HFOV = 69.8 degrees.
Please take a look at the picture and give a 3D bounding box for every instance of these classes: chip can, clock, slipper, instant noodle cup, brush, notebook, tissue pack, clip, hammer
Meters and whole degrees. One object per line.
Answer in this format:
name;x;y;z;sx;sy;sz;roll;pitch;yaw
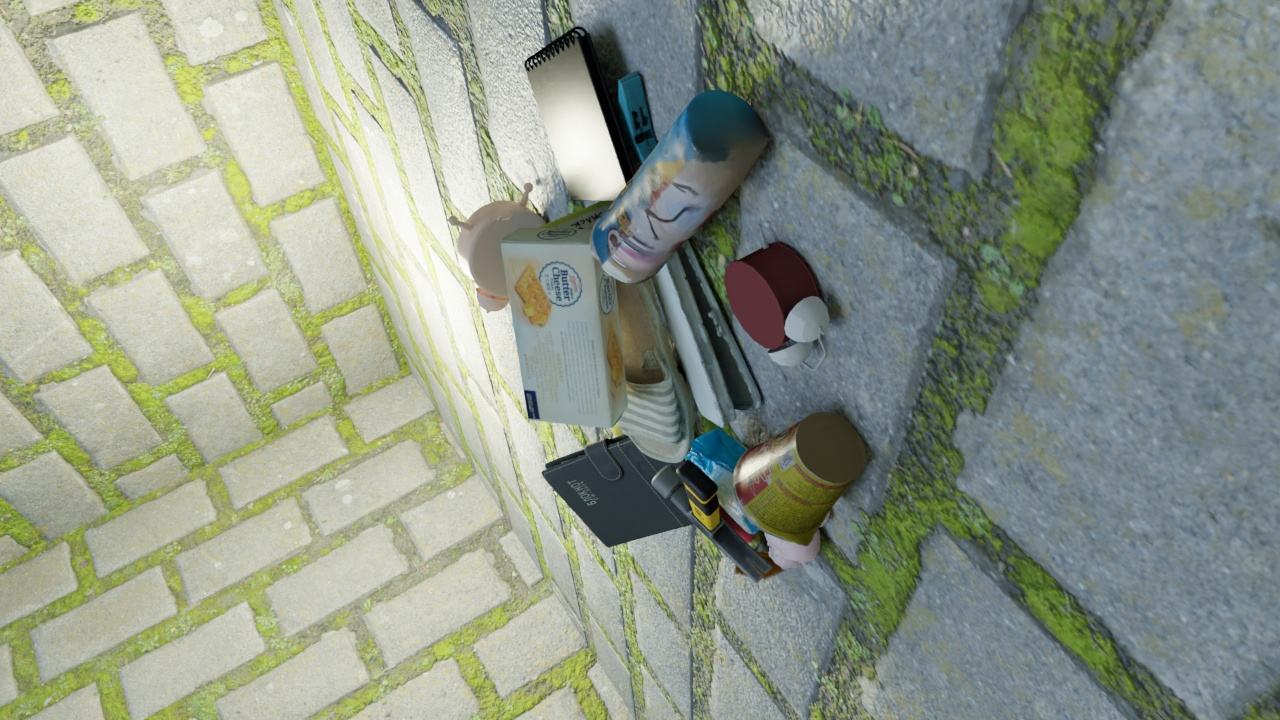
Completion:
chip can;0.025;-0.141;0.801;0.080;0.079;0.230;60;153;5
clock;0.119;-0.047;0.783;0.124;0.044;0.087;56;160;18
clock;-0.184;-0.151;1.290;0.086;0.131;0.161;44;154;42
slipper;-0.006;0.006;1.028;0.115;0.053;0.273;9;127;39
instant noodle cup;0.150;0.099;0.844;0.100;0.100;0.113;56;152;17
brush;0.143;0.261;1.149;0.127;0.048;0.017;114;167;-67
notebook;-0.067;-0.252;0.976;0.231;0.019;0.169;27;138;69
tissue pack;0.105;0.131;0.994;0.093;0.061;0.144;44;175;25
clip;0.001;-0.207;0.899;0.118;0.033;0.120;63;163;6
notebook;-0.011;0.169;1.217;0.210;0.029;0.169;-24;115;31
hammer;0.069;0.152;0.946;0.170;0.034;0.325;43;172;16

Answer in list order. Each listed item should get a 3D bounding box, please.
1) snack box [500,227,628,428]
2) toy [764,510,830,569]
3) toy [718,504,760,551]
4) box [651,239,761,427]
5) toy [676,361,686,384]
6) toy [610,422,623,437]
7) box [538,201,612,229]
snack box;-0.077;-0.034;0.972;0.104;0.057;0.208;4;115;21
toy;0.164;0.179;0.974;0.063;0.047;0.110;29;144;21
toy;0.109;0.183;1.124;0.092;0.045;0.135;27;147;56
box;0.054;-0.032;0.969;0.214;0.063;0.118;65;164;-11
toy;0.010;0.021;1.146;0.124;0.096;0.132;34;152;-11
toy;-0.016;0.069;1.256;0.170;0.064;0.155;61;170;9
box;-0.075;-0.086;1.117;0.079;0.124;0.221;57;159;22
